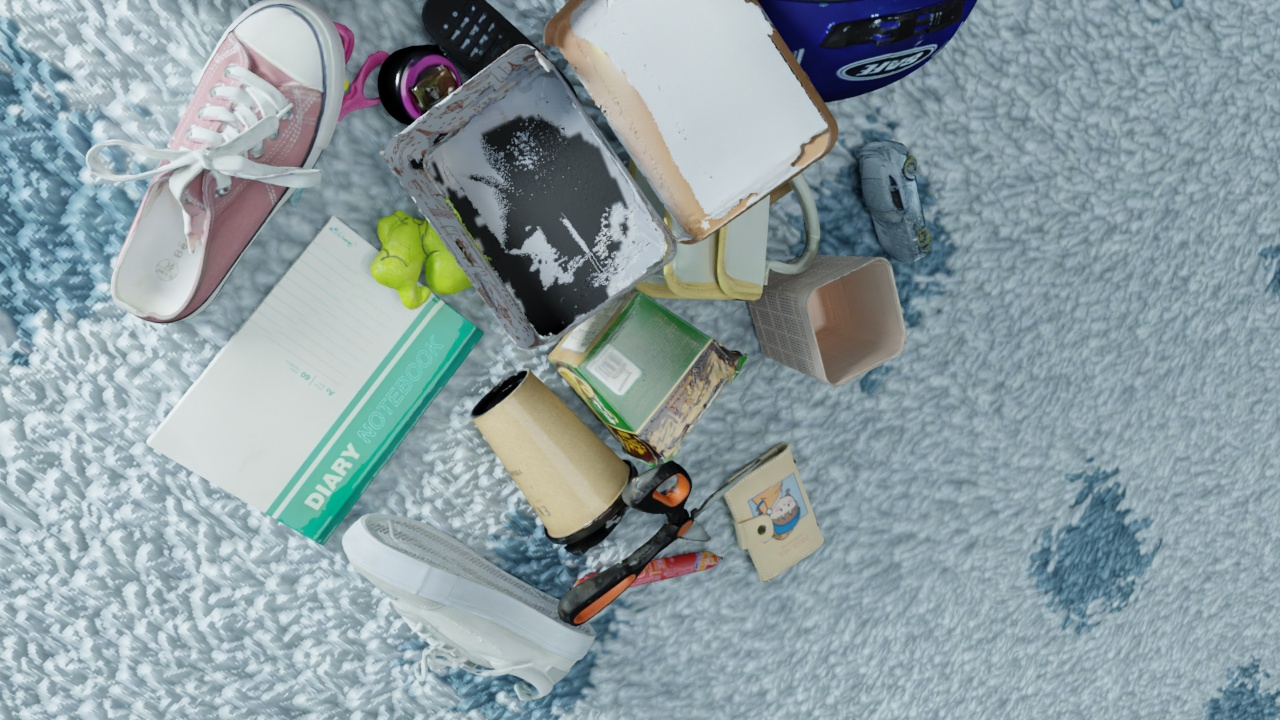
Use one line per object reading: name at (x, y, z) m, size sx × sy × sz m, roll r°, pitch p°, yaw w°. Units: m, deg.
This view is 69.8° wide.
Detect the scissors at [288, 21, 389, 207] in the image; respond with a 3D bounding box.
scissors at (-0.220, -0.168, 0.660) m, size 0.073 × 0.017 × 0.137 m, roll 18°, pitch 97°, yaw -36°

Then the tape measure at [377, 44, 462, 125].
tape measure at (-0.157, -0.197, 0.661) m, size 0.057 × 0.039 × 0.057 m, roll -44°, pitch 130°, yaw -22°

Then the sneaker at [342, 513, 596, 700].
sneaker at (-0.148, 0.206, 0.735) m, size 0.242 × 0.089 × 0.090 m, roll 38°, pitch 88°, yaw -33°

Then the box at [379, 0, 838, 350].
box at (-0.020, -0.143, 0.612) m, size 0.260 × 0.110 × 0.179 m, roll -35°, pitch 92°, yaw 11°

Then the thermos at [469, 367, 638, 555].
thermos at (-0.070, 0.080, 0.743) m, size 0.093 × 0.093 × 0.143 m, roll -42°, pitch 107°, yaw -12°

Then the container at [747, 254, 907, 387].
container at (0.158, -0.041, 0.807) m, size 0.090 × 0.111 × 0.090 m, roll -26°, pitch 110°, yaw -19°

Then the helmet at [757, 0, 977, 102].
helmet at (0.126, -0.299, 0.624) m, size 0.247 × 0.315 × 0.240 m, roll -18°, pitch 111°, yaw -9°

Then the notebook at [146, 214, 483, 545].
notebook at (-0.237, 0.018, 0.692) m, size 0.150 × 0.012 × 0.209 m, roll 40°, pitch 82°, yaw -27°

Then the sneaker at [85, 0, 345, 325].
sneaker at (-0.270, -0.129, 0.594) m, size 0.118 × 0.088 × 0.241 m, roll 30°, pitch 90°, yaw -15°

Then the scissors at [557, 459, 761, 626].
scissors at (0.018, 0.137, 0.764) m, size 0.234 × 0.021 × 0.221 m, roll -38°, pitch 153°, yaw -17°

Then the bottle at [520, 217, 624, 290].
bottle at (-0.043, -0.087, 0.731) m, size 0.108 × 0.063 × 0.063 m, roll -5°, pitch 103°, yaw -28°

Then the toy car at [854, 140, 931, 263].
toy car at (0.234, -0.146, 0.853) m, size 0.036 × 0.054 × 0.121 m, roll -30°, pitch 113°, yaw -20°

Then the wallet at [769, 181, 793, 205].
wallet at (0.073, -0.155, 0.780) m, size 0.115 × 0.033 × 0.090 m, roll -35°, pitch 110°, yaw -8°

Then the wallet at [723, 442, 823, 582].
wallet at (0.126, 0.149, 0.883) m, size 0.087 × 0.024 × 0.115 m, roll -31°, pitch 113°, yaw -22°

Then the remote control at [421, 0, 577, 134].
remote control at (-0.106, -0.226, 0.694) m, size 0.136 × 0.024 × 0.053 m, roll 39°, pitch 82°, yaw -28°

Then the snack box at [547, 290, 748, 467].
snack box at (-0.004, 0.004, 0.741) m, size 0.105 × 0.118 × 0.118 m, roll 41°, pitch 79°, yaw -22°

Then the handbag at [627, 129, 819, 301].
handbag at (0.080, -0.129, 0.733) m, size 0.178 × 0.063 × 0.163 m, roll 0°, pitch 95°, yaw -31°

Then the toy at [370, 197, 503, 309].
toy at (-0.152, -0.083, 0.695) m, size 0.100 × 0.031 × 0.096 m, roll 11°, pitch 87°, yaw -31°

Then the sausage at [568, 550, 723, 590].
sausage at (0.007, 0.193, 0.838) m, size 0.155 × 0.020 × 0.020 m, roll -7°, pitch 104°, yaw -24°
